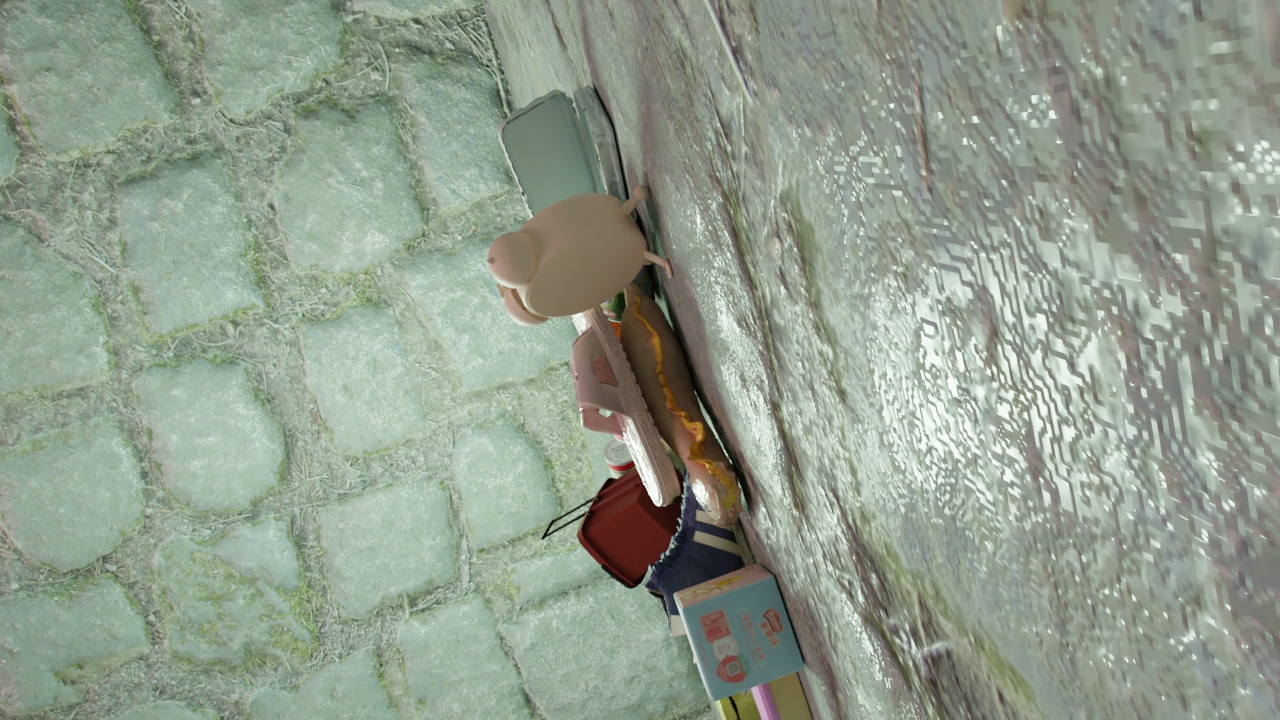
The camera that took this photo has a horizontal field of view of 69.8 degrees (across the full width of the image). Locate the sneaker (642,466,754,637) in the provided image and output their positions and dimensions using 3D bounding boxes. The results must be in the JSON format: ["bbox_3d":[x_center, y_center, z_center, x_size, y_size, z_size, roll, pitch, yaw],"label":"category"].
[{"bbox_3d":[0.045,0.186,1.003,0.091,0.118,0.233,97,154,-80],"label":"sneaker"}]

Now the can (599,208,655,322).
[{"bbox_3d":[-0.025,-0.105,1.002,0.067,0.067,0.121,-113,7,-45],"label":"can"}]

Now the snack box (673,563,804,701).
[{"bbox_3d":[0.093,0.260,0.888,0.079,0.094,0.093,133,118,-85],"label":"snack box"}]

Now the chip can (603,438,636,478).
[{"bbox_3d":[-0.006,0.205,1.398,0.051,0.052,0.215,-114,5,-47],"label":"chip can"}]

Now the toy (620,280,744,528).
[{"bbox_3d":[0.033,0.039,0.923,0.264,0.065,0.196,-117,5,-52],"label":"toy"}]

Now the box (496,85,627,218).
[{"bbox_3d":[-0.059,-0.188,1.019,0.105,0.130,0.211,50,169,39],"label":"box"}]

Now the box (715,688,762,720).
[{"bbox_3d":[0.155,0.478,1.108,0.124,0.083,0.221,-141,34,-81],"label":"box"}]

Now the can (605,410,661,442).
[{"bbox_3d":[-0.015,0.027,1.254,0.088,0.088,0.166,-121,13,-69],"label":"can"}]

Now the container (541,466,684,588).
[{"bbox_3d":[-0.027,0.235,1.282,0.127,0.201,0.147,45,-147,-9],"label":"container"}]

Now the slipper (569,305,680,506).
[{"bbox_3d":[-0.034,0.047,0.956,0.094,0.064,0.239,111,135,-71],"label":"slipper"}]

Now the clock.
[{"bbox_3d":[-0.059,-0.089,0.876,0.131,0.160,0.086,82,168,-65],"label":"clock"}]

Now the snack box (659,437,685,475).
[{"bbox_3d":[0.014,0.103,1.406,0.153,0.055,0.207,76,172,-51],"label":"snack box"}]

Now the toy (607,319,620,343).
[{"bbox_3d":[-0.006,0.006,1.133,0.112,0.096,0.176,103,159,-77],"label":"toy"}]

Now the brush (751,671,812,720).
[{"bbox_3d":[0.156,0.388,0.966,0.089,0.043,0.228,147,104,-85],"label":"brush"}]

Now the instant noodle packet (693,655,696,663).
[{"bbox_3d":[0.083,0.275,1.075,0.087,0.026,0.134,-50,30,45],"label":"instant noodle packet"}]
